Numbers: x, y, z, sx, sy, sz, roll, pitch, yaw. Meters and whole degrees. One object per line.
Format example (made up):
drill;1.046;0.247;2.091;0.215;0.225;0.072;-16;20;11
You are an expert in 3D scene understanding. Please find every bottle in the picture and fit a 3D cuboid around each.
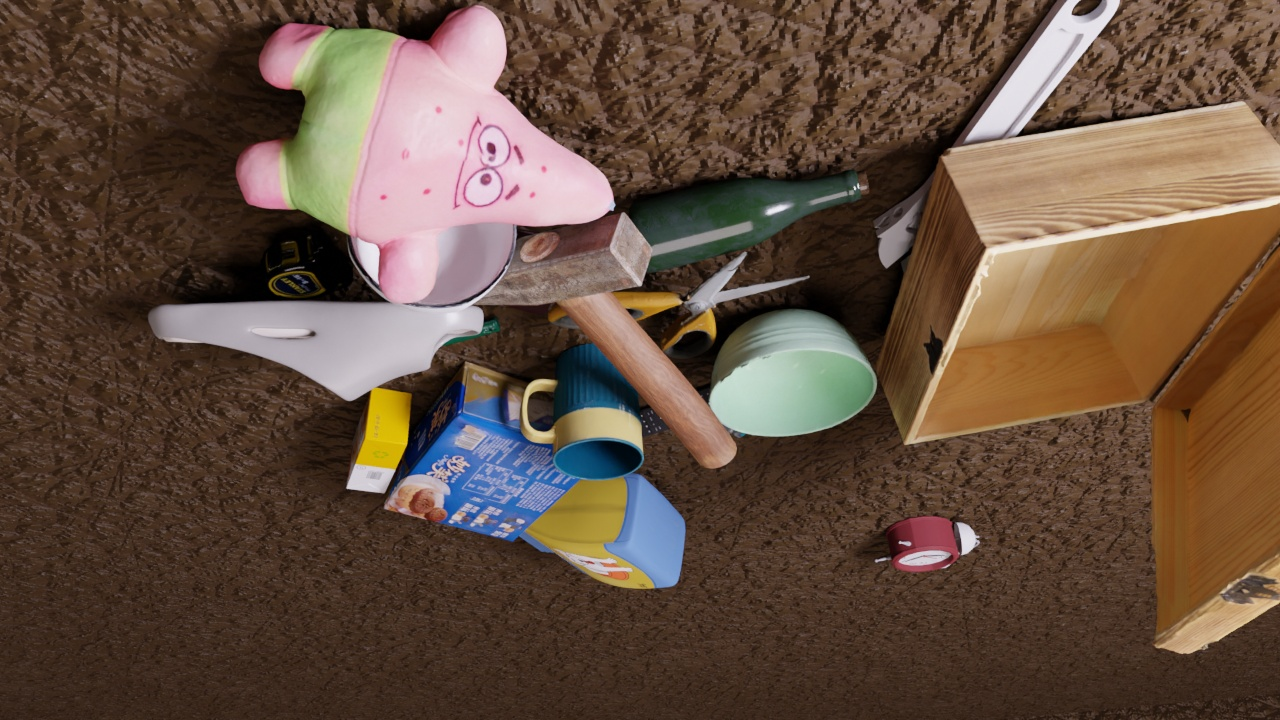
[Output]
bottle;0.081;-0.111;0.680;0.174;0.055;0.055;-12;146;12

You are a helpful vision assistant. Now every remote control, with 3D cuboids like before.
remote control;0.051;0.048;0.949;0.140;0.009;0.030;-20;105;24

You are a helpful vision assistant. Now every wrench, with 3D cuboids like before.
wrench;0.256;-0.153;0.666;0.086;0.018;0.274;7;144;-15

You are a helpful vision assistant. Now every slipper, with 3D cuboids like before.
slipper;-0.263;-0.007;0.752;0.266;0.080;0.113;1;177;-4

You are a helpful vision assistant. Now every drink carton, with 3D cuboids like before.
drink carton;-0.270;0.085;0.944;0.040;0.058;0.123;11;144;-21

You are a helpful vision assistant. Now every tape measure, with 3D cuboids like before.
tape measure;-0.266;-0.074;0.722;0.061;0.034;0.062;-13;160;3

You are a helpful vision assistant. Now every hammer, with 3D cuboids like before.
hammer;-0.005;0.004;0.763;0.158;0.037;0.301;-7;140;34

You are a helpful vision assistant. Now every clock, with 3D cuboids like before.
clock;0.402;0.257;1.274;0.137;0.048;0.096;7;145;-13

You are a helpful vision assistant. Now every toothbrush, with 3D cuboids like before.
toothbrush;-0.217;-0.013;0.839;0.190;0.017;0.016;-13;145;13

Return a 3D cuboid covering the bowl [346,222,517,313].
bowl;-0.149;-0.085;0.655;0.116;0.116;0.066;6;168;-14

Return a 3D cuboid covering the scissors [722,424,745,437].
scissors;0.123;0.061;0.978;0.124;0.019;0.154;6;148;-12

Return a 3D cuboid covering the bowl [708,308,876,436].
bowl;0.133;0.003;0.837;0.151;0.076;0.151;-2;147;-2

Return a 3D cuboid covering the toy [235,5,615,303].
toy;-0.126;-0.128;0.586;0.236;0.097;0.192;11;109;-23

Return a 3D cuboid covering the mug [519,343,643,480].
mug;-0.056;0.046;0.860;0.113;0.107;0.083;6;148;-14

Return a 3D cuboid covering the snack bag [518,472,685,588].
snack bag;-0.068;0.211;1.129;0.206;0.102;0.159;-5;149;24

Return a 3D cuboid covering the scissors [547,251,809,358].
scissors;0.025;-0.045;0.766;0.216;0.016;0.226;4;160;-12

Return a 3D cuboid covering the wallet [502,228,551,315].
wallet;-0.121;-0.079;0.749;0.115;0.018;0.092;13;144;-17

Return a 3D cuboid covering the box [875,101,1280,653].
box;0.378;0.029;0.672;0.284;0.323;0.280;-12;145;-4

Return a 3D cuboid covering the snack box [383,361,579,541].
snack box;-0.156;0.102;0.955;0.155;0.069;0.203;19;138;-25
